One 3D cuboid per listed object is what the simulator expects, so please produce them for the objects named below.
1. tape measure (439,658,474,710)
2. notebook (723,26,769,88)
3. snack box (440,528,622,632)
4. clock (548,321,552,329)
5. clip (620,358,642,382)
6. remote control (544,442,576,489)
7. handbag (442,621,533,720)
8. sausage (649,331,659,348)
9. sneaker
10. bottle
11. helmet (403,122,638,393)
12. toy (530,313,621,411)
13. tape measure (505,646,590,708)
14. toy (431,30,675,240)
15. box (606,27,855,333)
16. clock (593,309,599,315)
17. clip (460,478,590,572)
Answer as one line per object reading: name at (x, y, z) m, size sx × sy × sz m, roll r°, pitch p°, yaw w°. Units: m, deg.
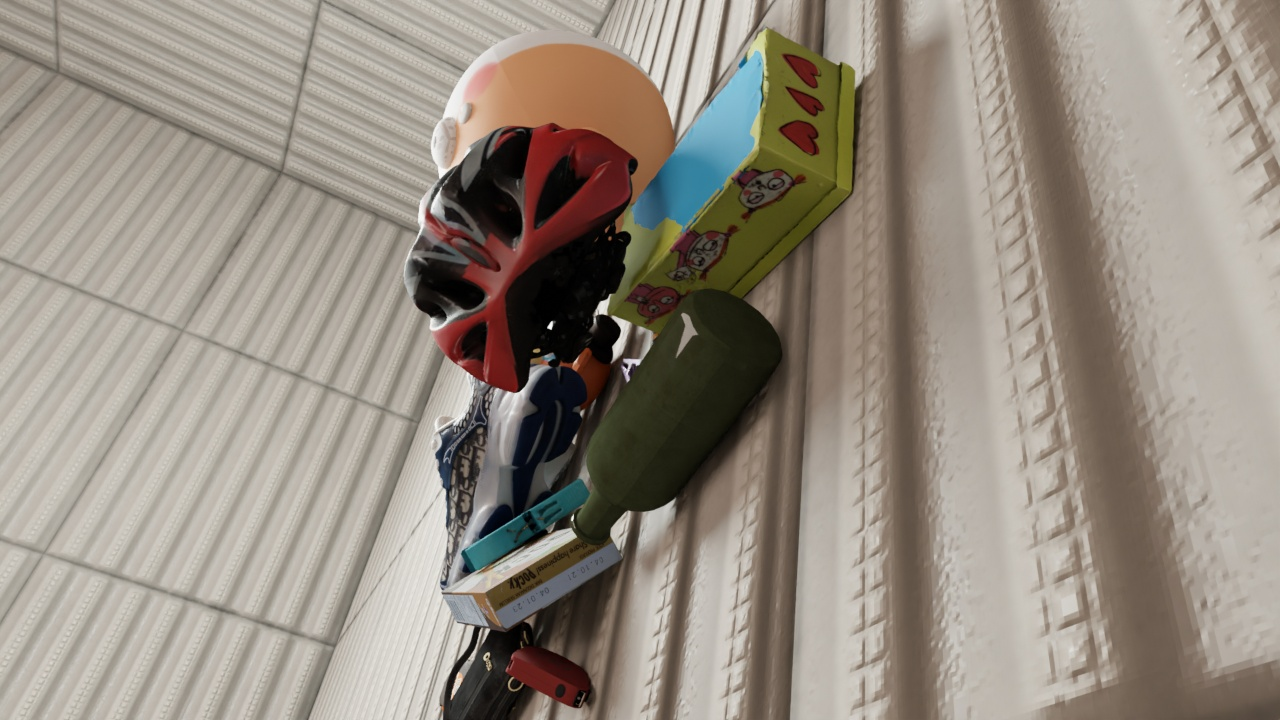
tape measure at (-0.160, 0.317, 0.868) m, size 0.059 × 0.038 × 0.058 m, roll -33°, pitch 34°, yaw 41°
notebook at (0.072, -0.189, 0.874) m, size 0.182 × 0.009 × 0.252 m, roll -53°, pitch 20°, yaw 41°
snack box at (-0.094, 0.175, 0.744) m, size 0.100 × 0.031 × 0.186 m, roll -28°, pitch -2°, yaw -25°
clock at (-0.100, -0.028, 1.158) m, size 0.091 × 0.043 × 0.122 m, roll -57°, pitch 18°, yaw 32°
clip at (-0.008, 0.013, 0.843) m, size 0.051 × 0.014 × 0.045 m, roll -30°, pitch 42°, yaw 61°
remote control at (-0.106, 0.127, 0.951) m, size 0.114 × 0.028 × 0.060 m, roll -53°, pitch 0°, yaw 24°
handbag at (-0.129, 0.281, 0.780) m, size 0.128 × 0.054 × 0.079 m, roll -61°, pitch 19°, yaw 11°
sausage at (0.016, -0.004, 0.769) m, size 0.020 × 0.020 × 0.155 m, roll -55°, pitch 19°, yaw 36°
sneaker at (-0.154, 0.104, 0.888) m, size 0.103 × 0.132 × 0.270 m, roll -6°, pitch -59°, yaw -55°
bottle at (0.011, 0.049, 0.609) m, size 0.207 × 0.071 × 0.071 m, roll -57°, pitch 18°, yaw 33°
helmet at (-0.094, -0.093, 0.749) m, size 0.218 × 0.167 × 0.271 m, roll -60°, pitch 5°, yaw 12°
toy at (-0.083, 0.019, 0.942) m, size 0.176 × 0.096 × 0.112 m, roll -33°, pitch 16°, yaw 22°
tape measure at (-0.061, 0.223, 0.644) m, size 0.019 × 0.059 × 0.051 m, roll -67°, pitch -15°, yaw -3°
toy at (-0.091, -0.211, 0.988) m, size 0.280 × 0.265 × 0.263 m, roll -114°, pitch 38°, yaw -54°
box at (0.062, -0.116, 0.668) m, size 0.222 × 0.080 × 0.124 m, roll -44°, pitch 32°, yaw 49°
clock at (-0.089, -0.001, 1.052) m, size 0.138 × 0.048 × 0.096 m, roll -52°, pitch 19°, yaw 18°
clip at (-0.109, 0.152, 0.829) m, size 0.119 × 0.027 × 0.103 m, roll -28°, pitch -9°, yaw -33°
